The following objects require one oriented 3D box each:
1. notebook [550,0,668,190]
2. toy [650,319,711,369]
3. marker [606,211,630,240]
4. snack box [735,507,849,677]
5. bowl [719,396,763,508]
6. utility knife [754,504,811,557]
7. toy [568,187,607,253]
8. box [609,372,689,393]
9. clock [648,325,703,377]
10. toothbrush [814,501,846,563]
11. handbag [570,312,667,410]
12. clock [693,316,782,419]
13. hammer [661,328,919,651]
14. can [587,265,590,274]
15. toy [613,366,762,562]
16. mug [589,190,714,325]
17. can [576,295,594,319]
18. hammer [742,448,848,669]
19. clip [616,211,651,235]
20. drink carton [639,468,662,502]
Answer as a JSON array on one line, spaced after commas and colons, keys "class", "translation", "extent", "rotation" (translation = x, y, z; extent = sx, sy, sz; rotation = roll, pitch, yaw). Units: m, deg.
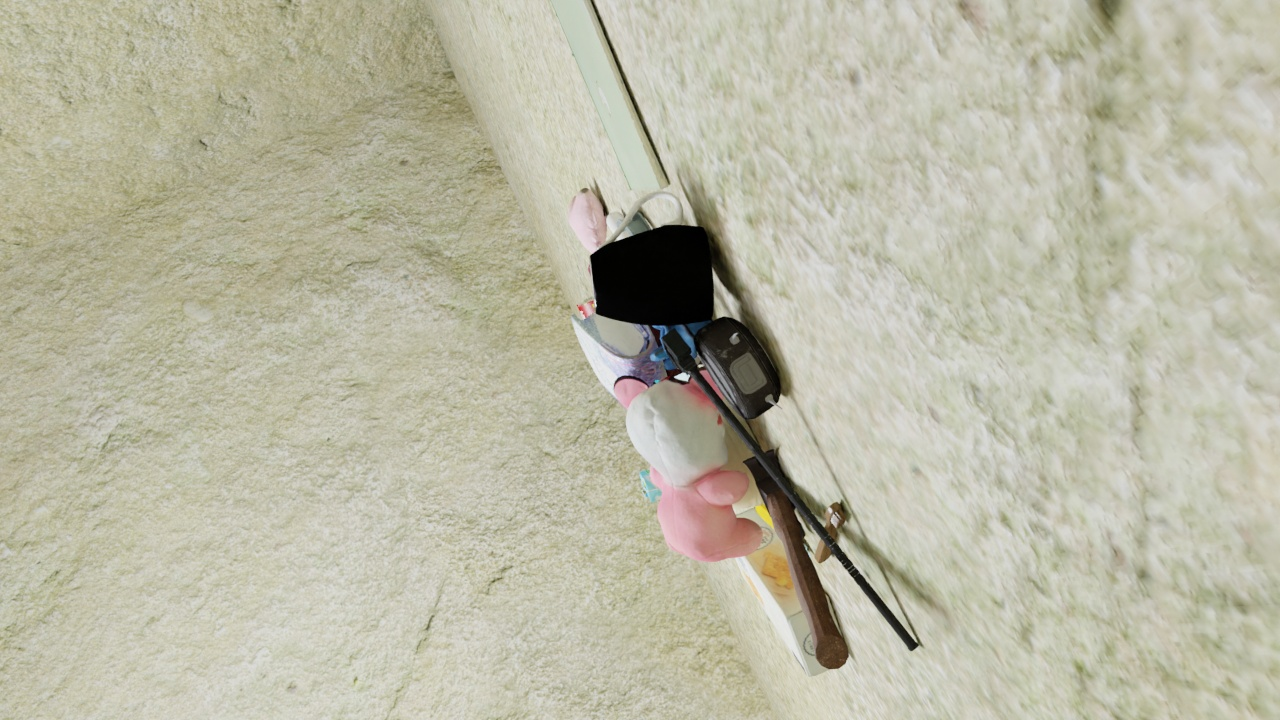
[{"class": "notebook", "translation": [-0.043, -0.285, 0.898], "extent": [0.252, 0.010, 0.182], "rotation": [66, 174, -14]}, {"class": "toy", "translation": [0.037, -0.033, 0.929], "extent": [0.176, 0.071, 0.112], "rotation": [55, -162, -68]}, {"class": "marker", "translation": [-0.010, -0.140, 1.139], "extent": [0.133, 0.027, 0.023], "rotation": [59, 136, 42]}, {"class": "snack box", "translation": [0.175, 0.279, 1.136], "extent": [0.104, 0.057, 0.208], "rotation": [68, 173, -27]}, {"class": "bowl", "translation": [0.092, 0.113, 1.081], "extent": [0.150, 0.075, 0.151], "rotation": [63, 174, 12]}, {"class": "utility knife", "translation": [0.165, 0.197, 1.078], "extent": [0.030, 0.017, 0.163], "rotation": [61, 176, -15]}, {"class": "toy", "translation": [-0.073, -0.197, 1.325], "extent": [0.099, 0.052, 0.096], "rotation": [-176, 68, -78]}, {"class": "box", "translation": [0.040, 0.041, 1.273], "extent": [0.185, 0.056, 0.227], "rotation": [35, 159, 10]}, {"class": "clock", "translation": [0.036, -0.030, 1.091], "extent": [0.096, 0.048, 0.138], "rotation": [64, 176, 6]}, {"class": "toothbrush", "translation": [0.174, 0.162, 0.844], "extent": [0.016, 0.016, 0.167], "rotation": [54, 170, 25]}, {"class": "handbag", "translation": [-0.006, 0.006, 1.076], "extent": [0.126, 0.069, 0.159], "rotation": [43, 163, 40]}, {"class": "clock", "translation": [0.085, 0.004, 0.799], "extent": [0.091, 0.043, 0.123], "rotation": [58, 176, -9]}, {"class": "hammer", "translation": [0.124, 0.109, 0.784], "extent": [0.325, 0.015, 0.095], "rotation": [52, 177, 12]}, {"class": "can", "translation": [-0.023, -0.097, 1.261], "extent": [0.114, 0.063, 0.063], "rotation": [62, 174, 21]}, {"class": "toy", "translation": [0.050, 0.112, 0.987], "extent": [0.142, 0.084, 0.213], "rotation": [-2, 106, 45]}, {"class": "mug", "translation": [0.006, -0.088, 0.800], "extent": [0.085, 0.100, 0.119], "rotation": [118, 146, -84]}, {"class": "can", "translation": [-0.042, -0.055, 1.499], "extent": [0.086, 0.086, 0.116], "rotation": [-144, 29, -79]}, {"class": "hammer", "translation": [0.139, 0.171, 0.823], "extent": [0.322, 0.033, 0.115], "rotation": [-89, -24, -75]}, {"class": "clip", "translation": [0.016, -0.109, 1.042], "extent": [0.108, 0.028, 0.163], "rotation": [66, 175, -26]}, {"class": "drink carton", "translation": [0.061, 0.153, 1.257], "extent": [0.044, 0.129, 0.039], "rotation": [-127, 19, -65]}]
